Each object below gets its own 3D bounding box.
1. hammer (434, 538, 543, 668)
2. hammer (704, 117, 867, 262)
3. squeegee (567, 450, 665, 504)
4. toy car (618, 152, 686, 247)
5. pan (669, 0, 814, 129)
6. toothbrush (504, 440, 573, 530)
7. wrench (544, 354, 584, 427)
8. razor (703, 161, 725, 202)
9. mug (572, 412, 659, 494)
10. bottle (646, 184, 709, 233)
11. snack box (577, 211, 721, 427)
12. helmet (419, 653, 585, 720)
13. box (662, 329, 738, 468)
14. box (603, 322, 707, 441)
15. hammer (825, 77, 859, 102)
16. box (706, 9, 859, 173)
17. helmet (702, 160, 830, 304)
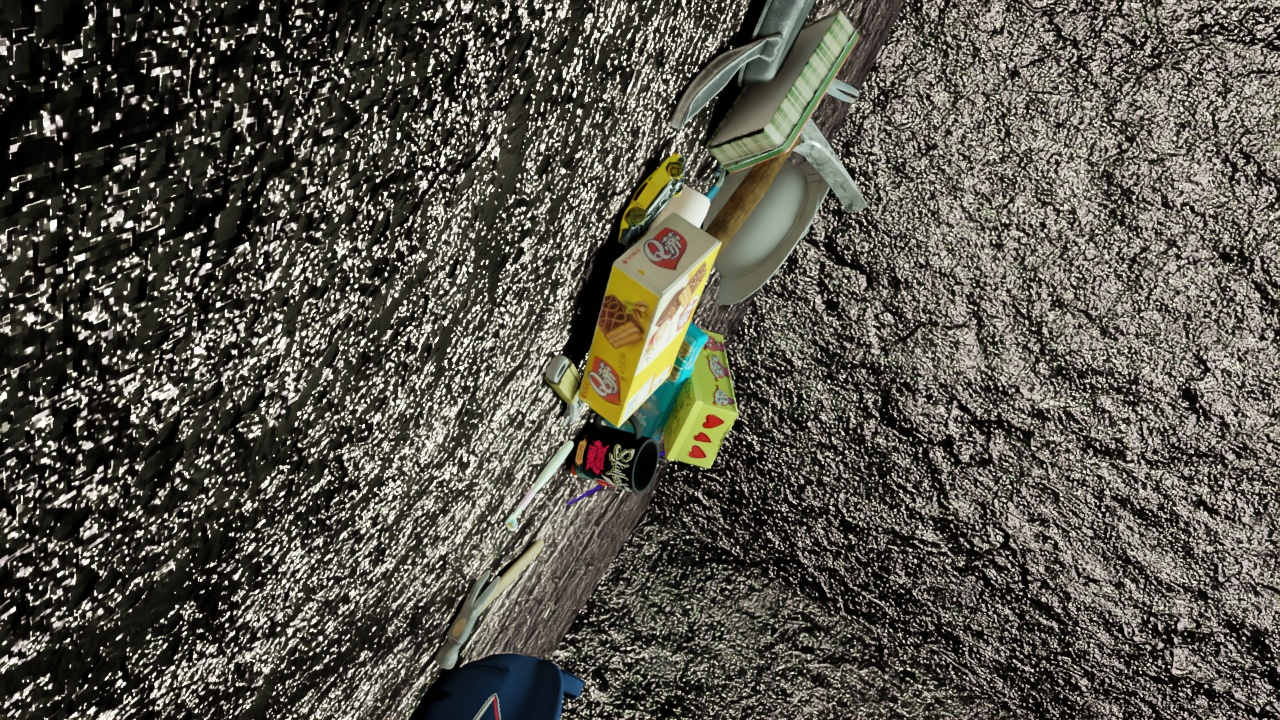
[{"bbox_3d":[-0.192,0.317,1.299,0.119,0.031,0.330,-62,171,11],"label":"hammer"},{"bbox_3d":[0.166,-0.192,1.177,0.037,0.217,0.299,-12,-144,54],"label":"hammer"},{"bbox_3d":[-0.060,0.169,1.456,0.250,0.055,0.184,-30,165,19],"label":"squeegee"},{"bbox_3d":[0.010,-0.156,0.895,0.106,0.030,0.049,-53,172,-13],"label":"toy car"},{"bbox_3d":[0.120,-0.331,0.954,0.355,0.055,0.188,-60,175,-38],"label":"pan"},{"bbox_3d":[-0.128,0.157,1.185,0.154,0.015,0.022,-54,138,-39],"label":"toothbrush"},{"bbox_3d":[-0.076,0.028,1.040,0.083,0.018,0.273,-60,172,-9],"label":"wrench"},{"bbox_3d":[0.081,-0.209,1.200,0.143,0.022,0.042,-57,170,-23],"label":"razor"},{"bbox_3d":[-0.034,0.124,1.322,0.081,0.098,0.118,-30,128,-56],"label":"mug"},{"bbox_3d":[0.026,-0.125,1.030,0.146,0.051,0.051,-62,172,10],"label":"bottle"},{"bbox_3d":[0.005,-0.038,0.974,0.109,0.062,0.231,-44,164,-35],"label":"snack box"},{"bbox_3d":[-0.193,0.524,1.280,0.273,0.223,0.231,-19,-132,55],"label":"helmet"},{"bbox_3d":[0.085,0.052,1.435,0.220,0.081,0.125,-90,-160,-55],"label":"box"},{"bbox_3d":[0.043,0.019,1.418,0.121,0.098,0.227,-22,144,-50],"label":"box"},{"bbox_3d":[0.275,-0.432,1.385,0.025,0.118,0.332,-62,178,23],"label":"hammer"},{"bbox_3d":[0.169,-0.316,1.081,0.118,0.049,0.205,-3,-129,54],"label":"box"},{"bbox_3d":[0.159,-0.221,1.329,0.271,0.117,0.183,-58,-159,-5],"label":"helmet"}]
